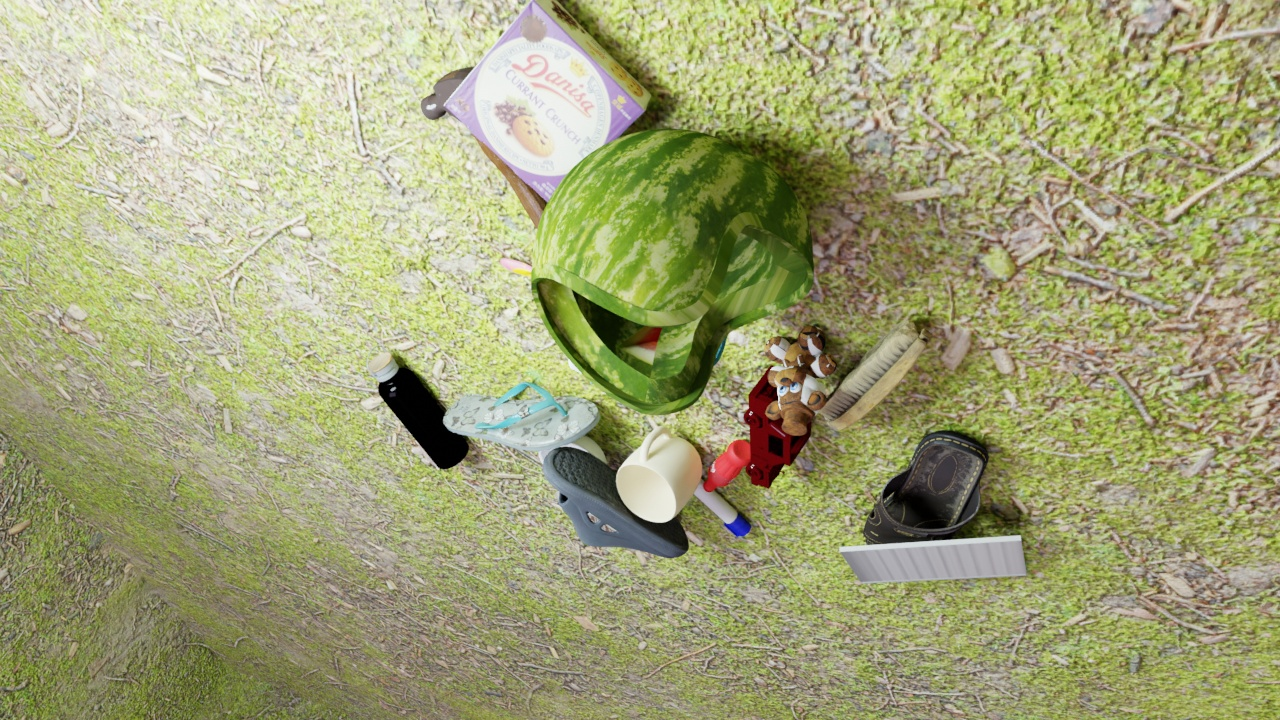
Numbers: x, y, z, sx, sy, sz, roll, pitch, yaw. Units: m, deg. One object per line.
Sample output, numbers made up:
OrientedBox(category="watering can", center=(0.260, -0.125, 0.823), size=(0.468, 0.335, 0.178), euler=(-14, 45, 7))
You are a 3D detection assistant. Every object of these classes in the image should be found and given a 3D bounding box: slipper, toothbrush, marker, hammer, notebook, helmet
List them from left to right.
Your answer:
OrientedBox(category="slipper", center=(-0.183, 0.076, 1.298), size=(0.269, 0.098, 0.055), euler=(0, 135, 33))
OrientedBox(category="hammer", center=(-0.122, -0.180, 1.033), size=(0.115, 0.033, 0.323), euler=(-5, 131, 37))
OrientedBox(category="toothbrush", center=(-0.122, -0.101, 1.111), size=(0.135, 0.016, 0.021), euler=(27, 159, 34))
OrientedBox(category="slipper", center=(-0.047, 0.213, 1.290), size=(0.268, 0.110, 0.083), euler=(36, 110, -29))
OrientedBox(category="helmet", center=(0.026, -0.102, 0.863), size=(0.243, 0.246, 0.213), euler=(39, 157, 22))
OrientedBox(category="marker", center=(0.107, 0.206, 1.323), size=(0.027, 0.023, 0.133), euler=(-34, 112, 34))
OrientedBox(category="slipper", center=(0.341, 0.183, 1.116), size=(0.113, 0.075, 0.268), euler=(22, 141, 9))
OrientedBox(category="notebook", center=(0.371, 0.254, 1.158), size=(0.210, 0.009, 0.142), euler=(-9, 149, 21))

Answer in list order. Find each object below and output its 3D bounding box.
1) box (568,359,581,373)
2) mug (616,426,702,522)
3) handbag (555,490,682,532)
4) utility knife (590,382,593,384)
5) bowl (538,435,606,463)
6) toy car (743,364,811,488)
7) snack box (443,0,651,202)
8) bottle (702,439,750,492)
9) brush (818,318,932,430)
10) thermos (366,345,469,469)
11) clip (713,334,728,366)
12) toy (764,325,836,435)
OrientedBox(category="box", center=(-0.006, 0.007, 1.124), size=(0.166, 0.083, 0.092), euler=(26, 159, 2))
OrientedBox(category="mug", center=(0.031, 0.143, 1.242), size=(0.096, 0.099, 0.120), euler=(8, 122, 32))
OrientedBox(category="handbag", center=(-0.040, 0.231, 1.424), size=(0.186, 0.046, 0.124), euler=(-18, 123, 43))
OrientedBox(category="utility knife", center=(-0.085, -0.044, 1.171), size=(0.031, 0.015, 0.206), euler=(7, 133, 27))
OrientedBox(category="bowl", center=(-0.093, 0.139, 1.358), size=(0.110, 0.040, 0.110), euler=(16, 139, 14))
OrientedBox(category="toy car", center=(0.168, 0.089, 1.120), size=(0.062, 0.070, 0.170), euler=(22, 143, 27))
OrientedBox(category="snack box", center=(-0.091, -0.253, 0.894), size=(0.143, 0.040, 0.148), euler=(42, 123, -16))
OrientedBox(category="bottle", center=(0.115, 0.148, 1.246), size=(0.036, 0.036, 0.119), euler=(30, 142, -2))
OrientedBox(category="brush", center=(0.252, 0.020, 1.005), size=(0.043, 0.059, 0.196), euler=(39, 144, 6))
OrientedBox(category="thermos", center=(-0.352, 0.070, 1.422), size=(0.061, 0.061, 0.231), euler=(-4, 131, 34))
OrientedBox(category="clip", center=(0.087, -0.034, 0.995), size=(0.028, 0.126, 0.114), euler=(5, 126, 27))
OrientedBox(category="toy", center=(0.175, 0.025, 1.020), size=(0.087, 0.112, 0.067), euler=(-18, 134, 42))
